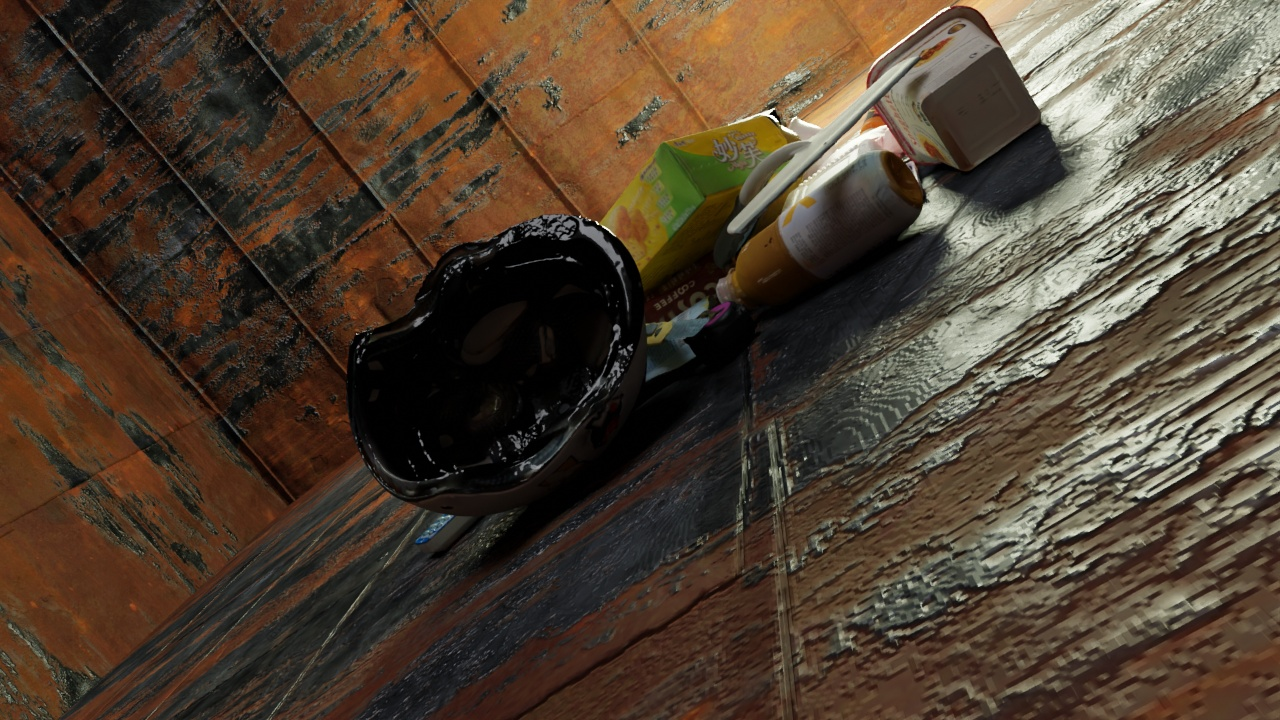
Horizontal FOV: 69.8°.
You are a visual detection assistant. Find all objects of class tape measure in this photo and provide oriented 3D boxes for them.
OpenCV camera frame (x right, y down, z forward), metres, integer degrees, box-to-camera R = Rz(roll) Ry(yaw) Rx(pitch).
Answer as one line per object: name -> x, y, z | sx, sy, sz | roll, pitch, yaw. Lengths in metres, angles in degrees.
tape measure -> 0.067, -0.025, 0.783 | 0.057, 0.039, 0.058 | -43, 10, -23

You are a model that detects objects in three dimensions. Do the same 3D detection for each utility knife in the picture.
utility knife -> 0.011, -0.025, 0.843 | 0.031, 0.022, 0.216 | -61, 24, -12

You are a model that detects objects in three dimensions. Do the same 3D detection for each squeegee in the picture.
squeegee -> 0.106, -0.144, 0.812 | 0.245, 0.039, 0.247 | -45, -2, -24

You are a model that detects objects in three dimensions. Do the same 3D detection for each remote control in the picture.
remote control -> -0.168, 0.144, 0.910 | 0.124, 0.024, 0.049 | -45, 11, -28

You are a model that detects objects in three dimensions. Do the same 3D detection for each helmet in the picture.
helmet -> -0.102, 0.021, 0.789 | 0.274, 0.230, 0.157 | -41, -32, -5

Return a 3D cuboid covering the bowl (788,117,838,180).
bowl -> 0.211, -0.229, 1.094 | 0.065, 0.118, 0.118 | 7, 29, 19

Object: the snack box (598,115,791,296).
snack box -> 0.040, -0.143, 0.920 | 0.157, 0.070, 0.211 | -26, -11, -40

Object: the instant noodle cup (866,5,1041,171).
instant noodle cup -> 0.274, -0.227, 0.790 | 0.117, 0.116, 0.124 | -36, 22, 16

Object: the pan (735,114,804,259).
pan -> 0.069, -0.179, 1.114 | 0.358, 0.078, 0.197 | -12, 60, 66

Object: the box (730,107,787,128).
box -> 0.113, -0.232, 1.266 | 0.175, 0.152, 0.181 | -7, 27, 37

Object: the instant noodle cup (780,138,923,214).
instant noodle cup -> 0.191, -0.152, 0.872 | 0.138, 0.060, 0.173 | -34, 9, 24

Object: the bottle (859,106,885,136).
bottle -> 0.295, -0.281, 1.099 | 0.067, 0.067, 0.149 | -26, 23, 53

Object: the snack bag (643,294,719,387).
snack bag -> -0.005, 0.005, 0.884 | 0.191, 0.039, 0.110 | -31, 26, 16

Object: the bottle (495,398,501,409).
bottle -> -0.143, 0.061, 1.047 | 0.194, 0.080, 0.044 | -45, 17, -24

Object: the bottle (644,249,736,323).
bottle -> 0.033, -0.052, 0.960 | 0.175, 0.057, 0.057 | -35, 10, 5

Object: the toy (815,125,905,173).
toy -> 0.249, -0.221, 0.976 | 0.160, 0.054, 0.121 | -36, 5, 43

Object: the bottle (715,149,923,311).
bottle -> 0.141, -0.098, 0.763 | 0.190, 0.068, 0.067 | -35, 10, 37
